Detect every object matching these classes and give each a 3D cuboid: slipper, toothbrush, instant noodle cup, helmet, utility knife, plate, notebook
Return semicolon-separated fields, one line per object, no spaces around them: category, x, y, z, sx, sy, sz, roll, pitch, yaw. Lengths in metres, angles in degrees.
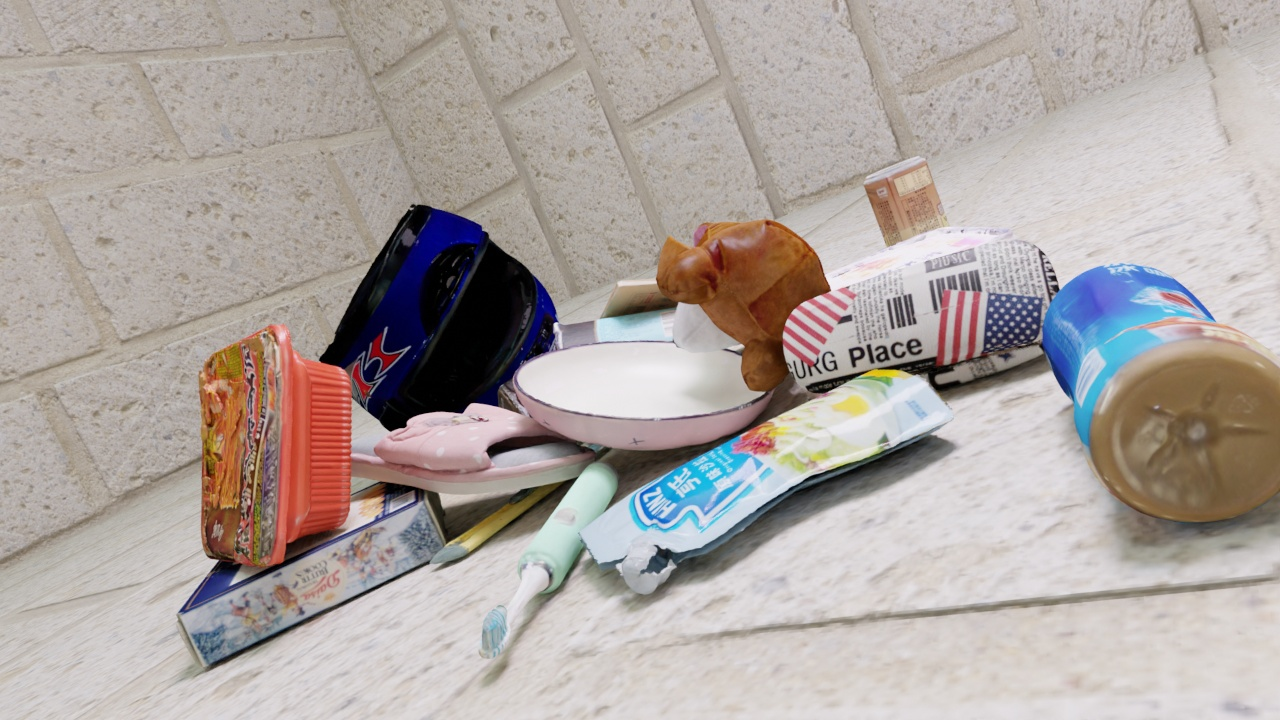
slipper;-0.144;0.065;0.709;0.275;0.054;0.114;-3;4;43
toothbrush;-0.048;0.105;0.515;0.026;0.027;0.224;6;14;10
instant noodle cup;0.205;-0.051;0.708;0.138;0.060;0.173;-23;9;4
helmet;-0.210;-0.029;1.049;0.316;0.240;0.246;-23;42;62
instant noodle cup;-0.272;0.067;0.680;0.079;0.164;0.189;5;-10;-40
utility knife;-0.080;0.102;0.691;0.031;0.021;0.197;-9;11;38
plate;0.003;0.027;0.678;0.192;0.039;0.192;0;17;0
notebook;0.063;-0.049;0.862;0.207;0.008;0.148;-5;-17;-16
instant noodle cup;-0.005;0.005;0.814;0.120;0.111;0.111;-15;8;1

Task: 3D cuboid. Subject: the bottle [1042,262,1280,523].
bottle;0.206;-0.003;0.384;0.065;0.065;0.218;-20;8;22

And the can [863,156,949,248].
can;0.250;-0.122;0.839;0.058;0.116;0.058;-22;8;3

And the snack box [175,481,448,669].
snack box;-0.244;0.148;0.715;0.182;0.046;0.178;-25;9;-11

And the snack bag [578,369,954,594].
snack bag;0.059;0.060;0.481;0.191;0.039;0.110;-25;18;-10

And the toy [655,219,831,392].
toy;0.075;-0.046;0.682;0.131;0.140;0.199;-39;8;14

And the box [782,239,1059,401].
box;0.164;-0.022;0.547;0.163;0.087;0.076;-14;26;29

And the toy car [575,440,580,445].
toy car;-0.089;0.074;0.806;0.043;0.036;0.091;-16;14;33

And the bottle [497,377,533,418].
bottle;-0.042;0.017;0.912;0.194;0.080;0.044;-27;-35;-24
